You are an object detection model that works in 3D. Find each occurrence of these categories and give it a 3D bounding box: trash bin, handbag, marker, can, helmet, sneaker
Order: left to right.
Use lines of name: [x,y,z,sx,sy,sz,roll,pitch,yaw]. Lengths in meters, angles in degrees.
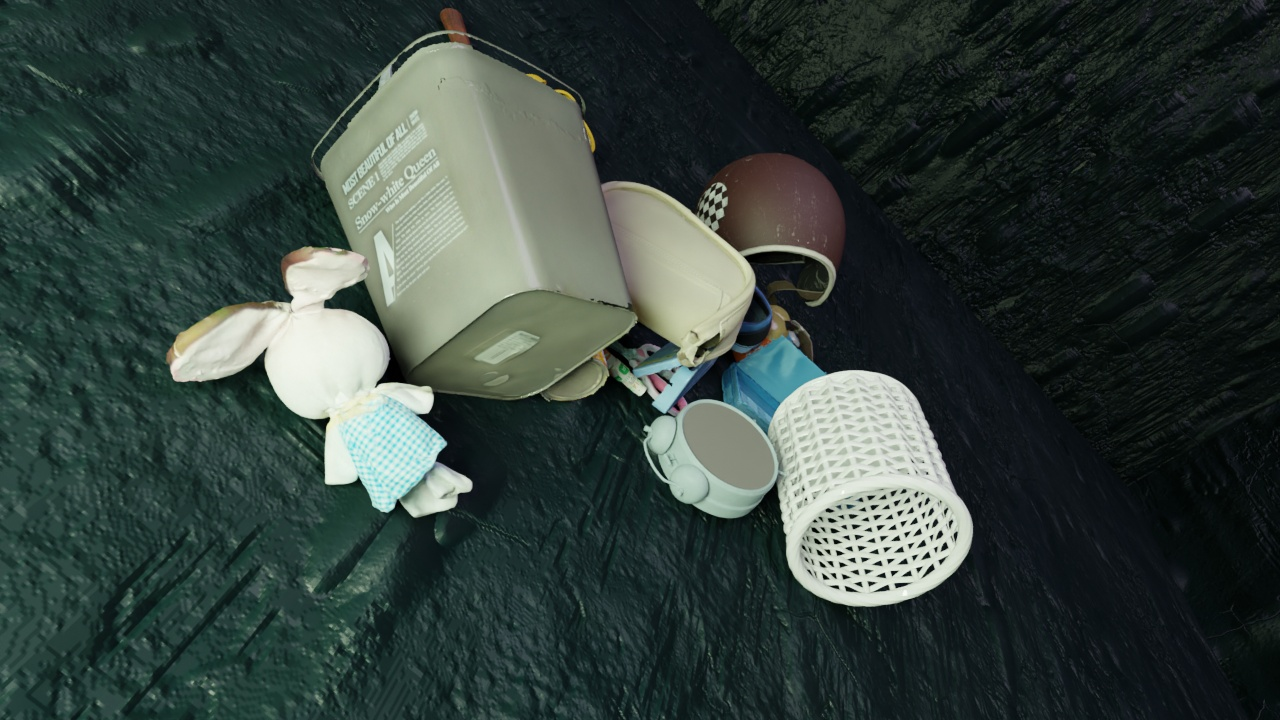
trash bin: [-0.127,-0.102,0.755,0.197,0.198,0.220,11,52,-52]
can: [-0.072,-0.020,0.855,0.067,0.068,0.105,25,36,-42]
marker: [-0.050,-0.014,0.943,0.145,0.017,0.017,42,27,-17]
handbag: [0.008,-0.072,0.959,0.229,0.132,0.183,32,37,22]
sneaker: [0.071,-0.117,1.130,0.241,0.098,0.083,42,64,10]
helmet: [0.190,-0.168,1.335,0.233,0.234,0.253,10,62,-18]

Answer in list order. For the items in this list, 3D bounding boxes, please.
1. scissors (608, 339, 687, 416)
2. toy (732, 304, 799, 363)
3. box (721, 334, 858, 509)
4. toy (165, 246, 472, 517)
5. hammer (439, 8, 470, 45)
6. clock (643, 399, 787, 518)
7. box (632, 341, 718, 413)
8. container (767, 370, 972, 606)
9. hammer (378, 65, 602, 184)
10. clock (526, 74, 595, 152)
scissors: [-0.010,-0.014,1.009,0.179,0.016,0.108,40,28,-21]
toy: [0.157,-0.032,1.230,0.176,0.096,0.111,57,30,-10]
box: [0.218,0.076,1.147,0.231,0.110,0.094,40,26,-20]
toy: [-0.182,0.020,0.604,0.205,0.131,0.105,53,2,-24]
hammer: [-0.199,-0.335,1.126,0.111,0.028,0.300,19,39,-46]
clock: [0.071,0.098,0.929,0.159,0.045,0.122,2,48,-39]
box: [0.048,-0.011,1.015,0.064,0.069,0.209,38,23,5]
container: [0.244,0.138,1.015,0.189,0.190,0.186,38,27,-24]
hammer: [-0.137,-0.227,1.007,0.316,0.028,0.146,14,45,-37]
clock: [-0.116,-0.317,1.210,0.113,0.052,0.151,13,48,-52]
